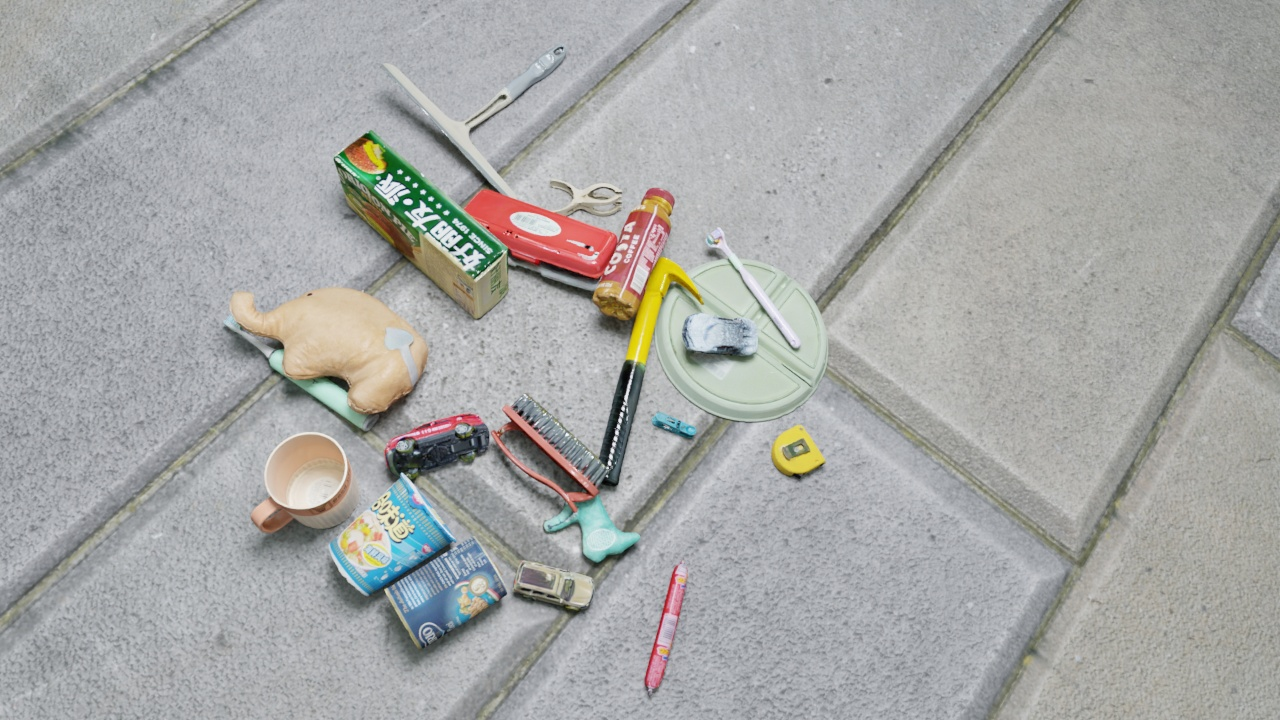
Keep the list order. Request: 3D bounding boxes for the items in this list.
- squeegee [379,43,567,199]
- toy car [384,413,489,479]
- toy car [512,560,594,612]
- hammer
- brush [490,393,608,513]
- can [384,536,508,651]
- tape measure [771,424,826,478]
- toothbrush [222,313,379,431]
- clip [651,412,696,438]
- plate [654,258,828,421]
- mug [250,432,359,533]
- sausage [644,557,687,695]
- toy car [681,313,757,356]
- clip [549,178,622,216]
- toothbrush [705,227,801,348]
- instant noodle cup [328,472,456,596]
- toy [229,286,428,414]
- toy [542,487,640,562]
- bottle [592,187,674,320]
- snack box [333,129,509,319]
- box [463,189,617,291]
[{"bbox_3d":[-0.187,-0.366,1.267,0.246,0.039,0.245,46,62,-7],"label":"squeegee"},{"bbox_3d":[-0.236,0.096,1.059,0.120,0.053,0.045,-17,43,-21],"label":"toy car"},{"bbox_3d":[-0.095,0.251,1.023,0.090,0.035,0.042,16,67,-4],"label":"toy car"},{"bbox_3d":[-0.007,0.007,1.127,0.129,0.033,0.300,7,69,20],"label":"hammer"},{"bbox_3d":[-0.104,0.109,1.057,0.146,0.063,0.069,40,79,17],"label":"brush"},{"bbox_3d":[-0.207,0.248,0.986,0.111,0.075,0.075,-30,75,-19],"label":"can"},{"bbox_3d":[0.190,0.112,1.123,0.057,0.029,0.060,-26,73,-16],"label":"tape measure"},{"bbox_3d":[-0.405,0.013,1.084,0.224,0.026,0.027,33,72,7],"label":"toothbrush"},{"bbox_3d":[0.041,0.080,1.121,0.056,0.041,0.014,24,67,-4],"label":"clip"},{"bbox_3d":[0.133,-0.033,1.178,0.230,0.028,0.229,3,67,-6],"label":"plate"},{"bbox_3d":[-0.364,0.143,0.991,0.081,0.106,0.114,44,69,11],"label":"mug"},{"bbox_3d":[0.031,0.297,1.030,0.020,0.020,0.155,17,66,-1],"label":"sausage"},{"bbox_3d":[0.100,-0.031,1.123,0.105,0.031,0.049,3,80,-29],"label":"toy car"},{"bbox_3d":[-0.073,-0.211,1.221,0.098,0.034,0.064,0,68,-3],"label":"clip"},{"bbox_3d":[0.147,-0.092,1.178,0.189,0.029,0.021,54,33,14],"label":"toothbrush"},{"bbox_3d":[-0.273,0.193,0.995,0.109,0.099,0.099,-38,77,-12],"label":"instant noodle cup"},{"bbox_3d":[-0.359,-0.029,1.072,0.226,0.083,0.143,27,45,1],"label":"toy"},{"bbox_3d":[-0.060,0.190,1.058,0.096,0.030,0.092,-24,68,-9],"label":"toy"},{"bbox_3d":[-0.003,-0.136,1.138,0.057,0.058,0.174,22,66,1],"label":"bottle"},{"bbox_3d":[-0.267,-0.165,1.129,0.240,0.115,0.063,41,69,10],"label":"snack box"},{"bbox_3d":[-0.129,-0.153,1.176,0.201,0.068,0.090,20,49,9],"label":"box"}]
